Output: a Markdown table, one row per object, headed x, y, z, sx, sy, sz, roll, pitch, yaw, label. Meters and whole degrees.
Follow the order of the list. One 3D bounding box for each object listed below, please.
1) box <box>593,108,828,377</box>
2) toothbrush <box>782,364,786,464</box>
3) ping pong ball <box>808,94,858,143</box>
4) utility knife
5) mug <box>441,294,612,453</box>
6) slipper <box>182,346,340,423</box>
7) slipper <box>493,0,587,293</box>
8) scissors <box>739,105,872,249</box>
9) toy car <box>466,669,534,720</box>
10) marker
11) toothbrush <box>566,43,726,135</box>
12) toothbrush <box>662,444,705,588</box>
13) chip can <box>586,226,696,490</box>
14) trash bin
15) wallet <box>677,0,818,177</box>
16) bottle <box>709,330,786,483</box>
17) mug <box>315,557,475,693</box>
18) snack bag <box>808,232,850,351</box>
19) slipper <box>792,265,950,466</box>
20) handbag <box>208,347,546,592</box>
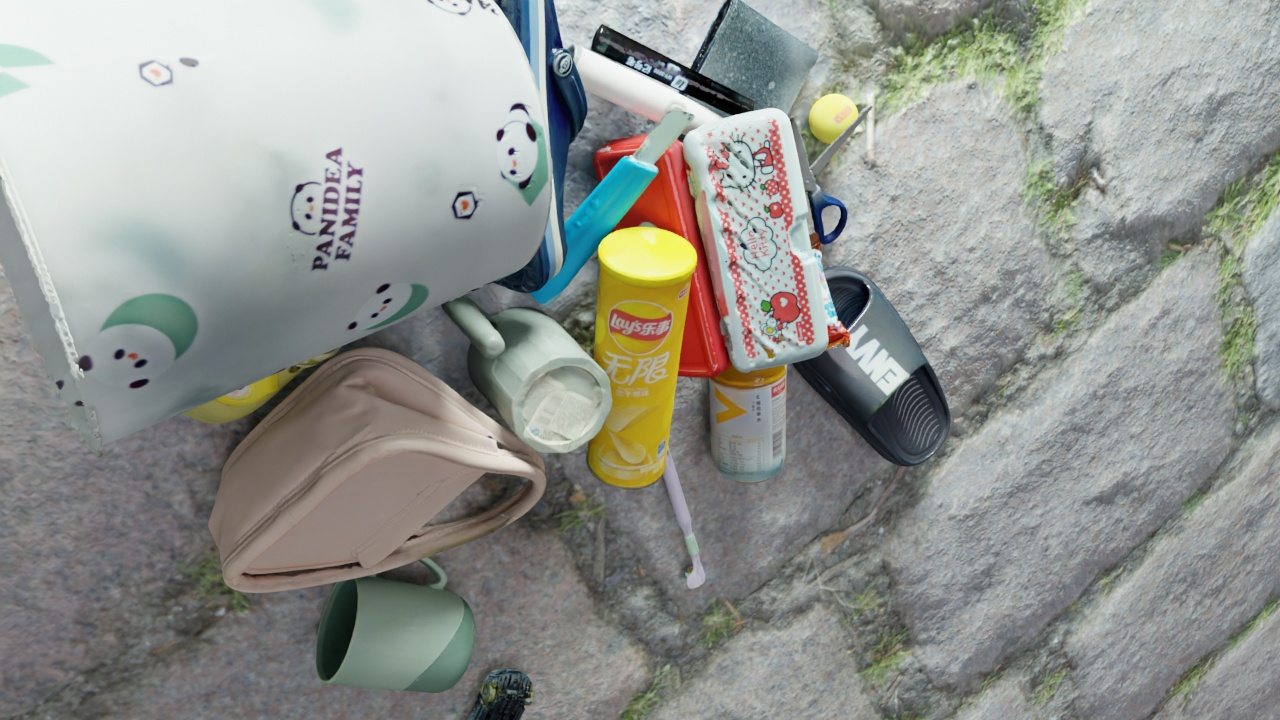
| x | y | z | sx | sy | sz | roll | pitch | yaw | label |
| --- | --- | --- | --- | --- | --- | --- | --- | --- | --- |
| 0.055 | -0.081 | 0.708 | 0.161 | 0.060 | 0.201 | -6 | 116 | 21 | box |
| 0.126 | 0.025 | 0.849 | 0.018 | 0.016 | 0.192 | -31 | 131 | -33 | toothbrush |
| 0.161 | -0.201 | 0.764 | 0.040 | 0.040 | 0.040 | -11 | 116 | -23 | ping pong ball |
| -0.026 | -0.112 | 0.675 | 0.034 | 0.018 | 0.192 | 34 | 121 | -18 | utility knife |
| -0.090 | 0.003 | 0.688 | 0.083 | 0.103 | 0.124 | -48 | 125 | -1 | mug |
| -0.240 | -0.032 | 0.611 | 0.190 | 0.081 | 0.091 | -45 | 121 | -6 | slipper |
| -0.090 | -0.173 | 0.621 | 0.095 | 0.105 | 0.253 | -34 | 134 | -43 | slipper |
| 0.134 | -0.139 | 0.763 | 0.176 | 0.012 | 0.162 | -42 | 144 | 20 | scissors |
| -0.138 | 0.332 | 0.850 | 0.049 | 0.031 | 0.105 | 20 | 100 | -32 | toy car |
| 0.025 | -0.214 | 0.685 | 0.132 | 0.022 | 0.020 | 20 | 116 | -19 | marker |
| 0.037 | -0.184 | 0.698 | 0.220 | 0.026 | 0.027 | 16 | 112 | -33 | toothbrush |
| 0.034 | 0.136 | 0.862 | 0.029 | 0.021 | 0.189 | -50 | 133 | -48 | toothbrush |
| -0.004 | 0.004 | 0.720 | 0.072 | 0.072 | 0.214 | -12 | 132 | -23 | chip can |
| -0.202 | -0.101 | 0.492 | 0.251 | 0.230 | 0.230 | -23 | 121 | -34 | trash bin |
| 0.080 | -0.212 | 0.733 | 0.097 | 0.019 | 0.121 | 20 | 104 | -33 | wallet |
| 0.094 | 0.015 | 0.808 | 0.068 | 0.068 | 0.190 | -14 | 116 | -22 | bottle |
| -0.194 | 0.210 | 0.746 | 0.106 | 0.082 | 0.111 | 19 | 70 | -32 | mug |
| 0.150 | -0.055 | 0.798 | 0.045 | 0.026 | 0.105 | -20 | 92 | -6 | snack bag |
| 0.235 | 0.016 | 0.871 | 0.110 | 0.083 | 0.268 | -47 | 121 | -4 | slipper |
| -0.169 | 0.096 | 0.679 | 0.194 | 0.093 | 0.234 | -39 | 144 | 25 | handbag |
